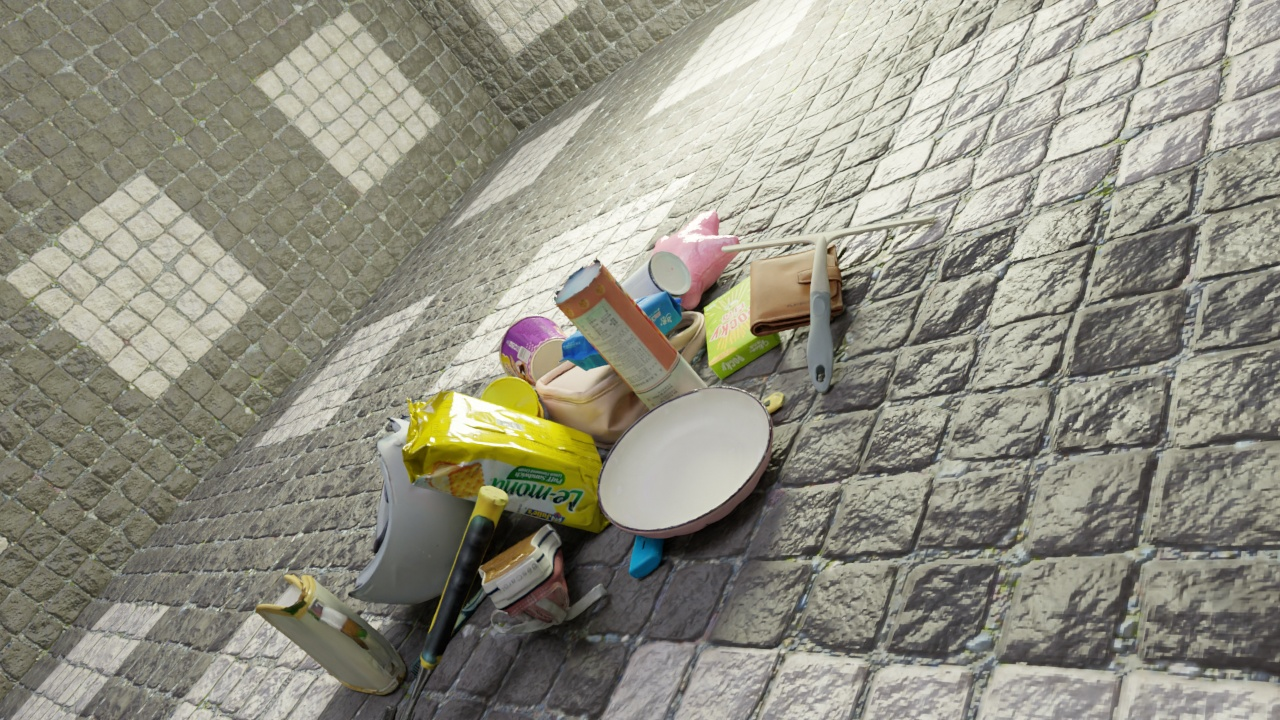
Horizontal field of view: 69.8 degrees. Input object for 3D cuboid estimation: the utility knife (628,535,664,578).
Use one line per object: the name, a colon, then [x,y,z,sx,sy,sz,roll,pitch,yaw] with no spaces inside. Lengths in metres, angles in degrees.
utility knife: [0.013,0.156,0.944,0.034,0.018,0.165,-31,24,25]

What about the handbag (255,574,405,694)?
handbag: [-0.331,0.309,1.035,0.179,0.163,0.063,-11,36,48]

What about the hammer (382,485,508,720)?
hammer: [-0.199,0.272,0.886,0.126,0.032,0.323,-133,64,-77]

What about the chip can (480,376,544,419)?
chip can: [-0.166,0.068,1.213,0.072,0.072,0.213,-45,-2,-8]

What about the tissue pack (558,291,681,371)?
tissue pack: [-0.022,-0.032,1.114,0.095,0.052,0.156,-11,18,43]

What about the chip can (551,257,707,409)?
chip can: [-0.004,-0.010,1.012,0.071,0.215,0.071,-34,24,17]

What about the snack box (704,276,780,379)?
snack box: [0.121,-0.045,1.121,0.086,0.026,0.156,-34,24,19]

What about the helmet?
helmet: [-0.259,0.188,1.126,0.259,0.146,0.229,159,121,-77]

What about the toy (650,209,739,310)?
toy: [0.074,-0.148,1.315,0.195,0.074,0.178,3,61,55]

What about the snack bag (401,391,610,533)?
snack bag: [-0.146,0.106,1.028,0.158,0.246,0.068,-122,52,-67]

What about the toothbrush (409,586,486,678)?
toothbrush: [-0.198,0.282,1.056,0.191,0.018,0.016,-51,24,-21]

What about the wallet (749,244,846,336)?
wallet: [0.185,-0.083,1.056,0.119,0.035,0.130,-14,36,18]

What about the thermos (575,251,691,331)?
thermos: [-0.018,-0.074,1.299,0.225,0.073,0.073,-36,19,49]

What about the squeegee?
squeegee: [0.193,-0.070,0.980,0.247,0.039,0.245,-6,47,20]

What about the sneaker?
sneaker: [-0.105,0.227,0.922,0.118,0.088,0.241,-32,0,-7]

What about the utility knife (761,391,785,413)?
utility knife: [0.090,0.076,0.975,0.152,0.018,0.030,-30,31,16]

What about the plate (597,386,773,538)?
plate: [0.049,0.106,0.919,0.193,0.039,0.192,-23,32,16]

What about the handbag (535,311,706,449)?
handbag: [-0.007,0.007,1.185,0.233,0.093,0.194,-42,21,-21]

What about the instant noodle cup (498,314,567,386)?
instant noodle cup: [-0.145,-0.005,1.387,0.111,0.111,0.099,-46,32,-10]
